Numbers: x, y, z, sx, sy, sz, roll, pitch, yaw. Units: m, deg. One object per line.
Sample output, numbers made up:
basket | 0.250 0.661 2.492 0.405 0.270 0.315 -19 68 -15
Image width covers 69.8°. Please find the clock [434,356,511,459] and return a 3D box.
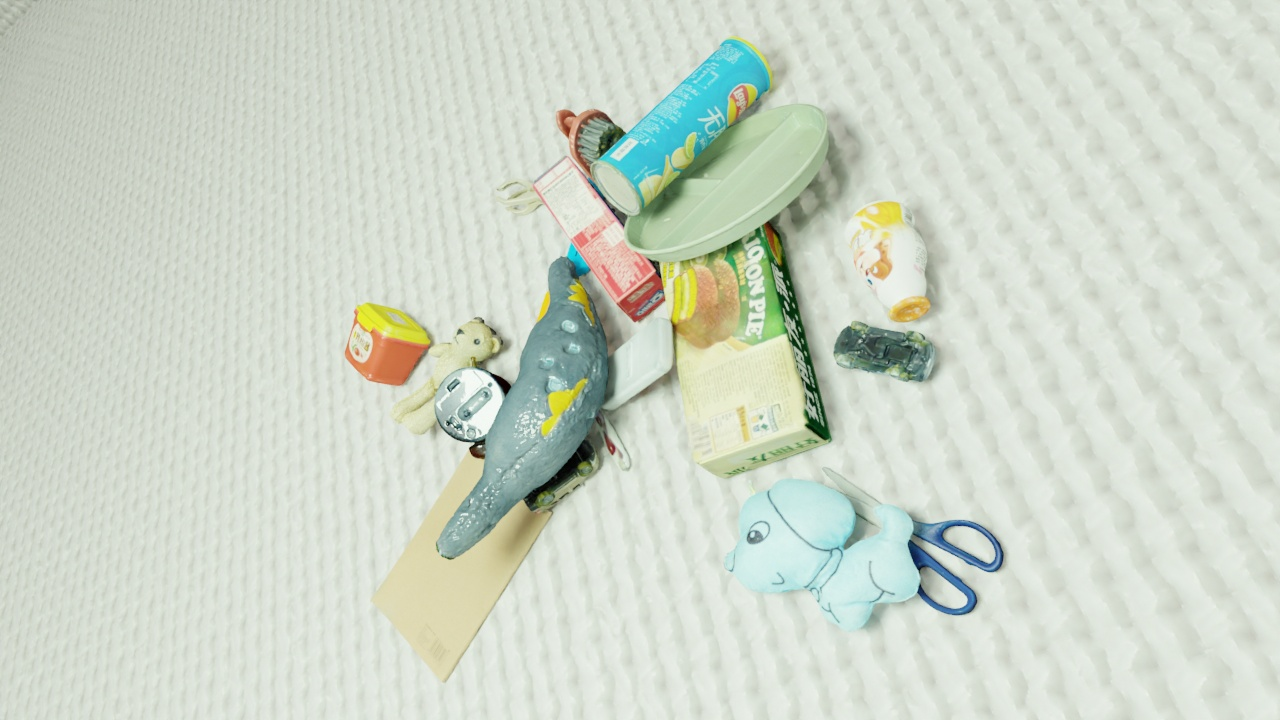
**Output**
clock | -0.172 0.059 1.011 0.082 0.055 0.122 -42 80 5

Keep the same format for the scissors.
scissors | 0.205 0.146 0.747 0.174 0.012 0.126 -2 68 36

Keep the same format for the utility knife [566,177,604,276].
utility knife | -0.060 -0.171 1.070 0.034 0.018 0.160 -2 68 35

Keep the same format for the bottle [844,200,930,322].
bottle | 0.221 -0.087 0.806 0.063 0.063 0.108 -25 57 24

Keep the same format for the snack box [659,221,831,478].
snack box | 0.093 -0.019 0.866 0.115 0.063 0.239 -23 58 24

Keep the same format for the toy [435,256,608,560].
toy | -0.100 0.038 0.925 0.138 0.091 0.355 -2 58 41

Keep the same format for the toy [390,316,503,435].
toy | -0.227 0.018 1.070 0.157 0.066 0.105 -49 56 -2

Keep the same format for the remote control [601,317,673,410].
remote control | -0.005 0.005 0.913 0.136 0.020 0.055 -38 46 54

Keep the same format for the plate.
plate | 0.084 -0.174 0.910 0.231 0.027 0.229 -28 30 18

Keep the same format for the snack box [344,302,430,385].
snack box | -0.320 -0.018 1.148 0.091 0.082 0.080 35 104 41

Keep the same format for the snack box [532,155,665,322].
snack box | -0.043 -0.136 1.003 0.058 0.057 0.207 -38 59 6

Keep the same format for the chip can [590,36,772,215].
chip can | 0.044 -0.244 0.956 0.210 0.071 0.071 -46 49 -15

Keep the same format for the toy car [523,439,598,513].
toy car | -0.081 0.118 0.944 0.090 0.035 0.042 -39 52 3

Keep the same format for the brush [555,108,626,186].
brush | -0.042 -0.226 0.999 0.069 0.145 0.063 32 88 26

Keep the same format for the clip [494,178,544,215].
clip | -0.129 -0.202 1.126 0.100 0.034 0.070 -3 67 25

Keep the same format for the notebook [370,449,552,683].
notebook | -0.198 0.216 0.997 0.149 0.012 0.211 32 89 39

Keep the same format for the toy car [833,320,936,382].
toy car | 0.211 -0.006 0.796 0.091 0.034 0.043 14 81 40

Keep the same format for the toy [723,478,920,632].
toy | 0.143 0.153 0.760 0.162 0.049 0.156 -40 52 18

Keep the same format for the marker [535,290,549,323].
marker | -0.116 -0.021 1.045 0.018 0.015 0.123 8 77 39

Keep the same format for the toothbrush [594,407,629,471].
toothbrush | -0.054 0.044 0.969 0.016 0.017 0.187 -41 51 13
